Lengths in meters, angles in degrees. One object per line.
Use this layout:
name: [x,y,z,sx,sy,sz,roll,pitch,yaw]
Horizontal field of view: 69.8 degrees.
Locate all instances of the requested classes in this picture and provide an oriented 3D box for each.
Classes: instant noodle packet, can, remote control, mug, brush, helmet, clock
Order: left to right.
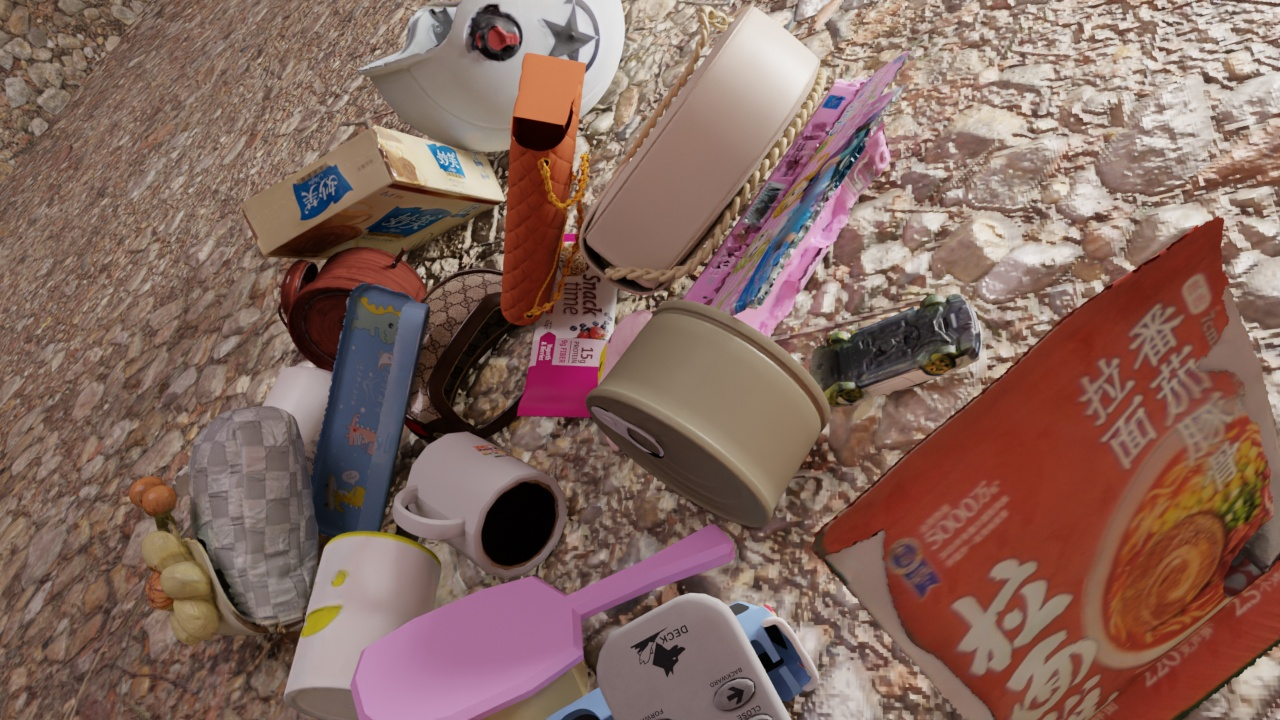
clock: [-0.267,-0.042,0.846,0.158,0.120,0.072,-11,41,19]
mug: [-0.184,0.181,0.618,0.083,0.082,0.106,-17,47,25]
mug: [-0.118,0.099,0.627,0.090,0.105,0.073,20,107,45]
helmet: [-0.135,-0.298,0.922,0.263,0.164,0.237,-36,27,-15]
brush: [-0.046,0.158,0.527,0.228,0.043,0.089,-20,29,-18]
can: [0.040,0.032,0.544,0.128,0.128,0.073,18,65,45]
remote control: [0.038,0.187,0.429,0.074,0.019,0.151,-30,76,4]
instant noodle packet: [0.166,0.064,0.351,0.164,0.221,0.084,-39,39,3]

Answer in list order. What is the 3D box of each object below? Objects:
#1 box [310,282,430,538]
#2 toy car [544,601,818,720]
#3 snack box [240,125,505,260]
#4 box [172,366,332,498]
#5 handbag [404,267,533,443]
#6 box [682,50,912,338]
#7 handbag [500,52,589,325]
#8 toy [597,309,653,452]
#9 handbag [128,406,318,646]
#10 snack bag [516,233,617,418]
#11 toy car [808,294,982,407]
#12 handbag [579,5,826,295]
box: [-0.205,0.050,0.710,0.120,0.049,0.209,22,100,49]
toy car: [0.015,0.180,0.484,0.153,0.056,0.054,-30,24,4]
snack box: [-0.244,-0.150,0.872,0.153,0.207,0.055,-24,87,18]
box: [-0.335,0.075,0.825,0.144,0.083,0.136,1,56,27]
handbag: [-0.135,-0.006,0.771,0.138,0.063,0.166,19,63,27]
box: [0.100,-0.101,0.602,0.066,0.159,0.230,32,74,12]
handbag: [-0.071,-0.120,0.683,0.060,0.172,0.108,10,51,-4]
toy: [-0.004,0.004,0.645,0.093,0.050,0.103,-99,22,-62]
handbag: [-0.313,0.123,0.692,0.113,0.123,0.171,-20,75,49]
snack bag: [-0.051,-0.035,0.736,0.070,0.016,0.196,2,51,4]
toy car: [0.155,-0.003,0.559,0.106,0.033,0.048,-21,47,27]
handbag: [0.033,-0.152,0.661,0.209,0.103,0.210,-53,8,9]
